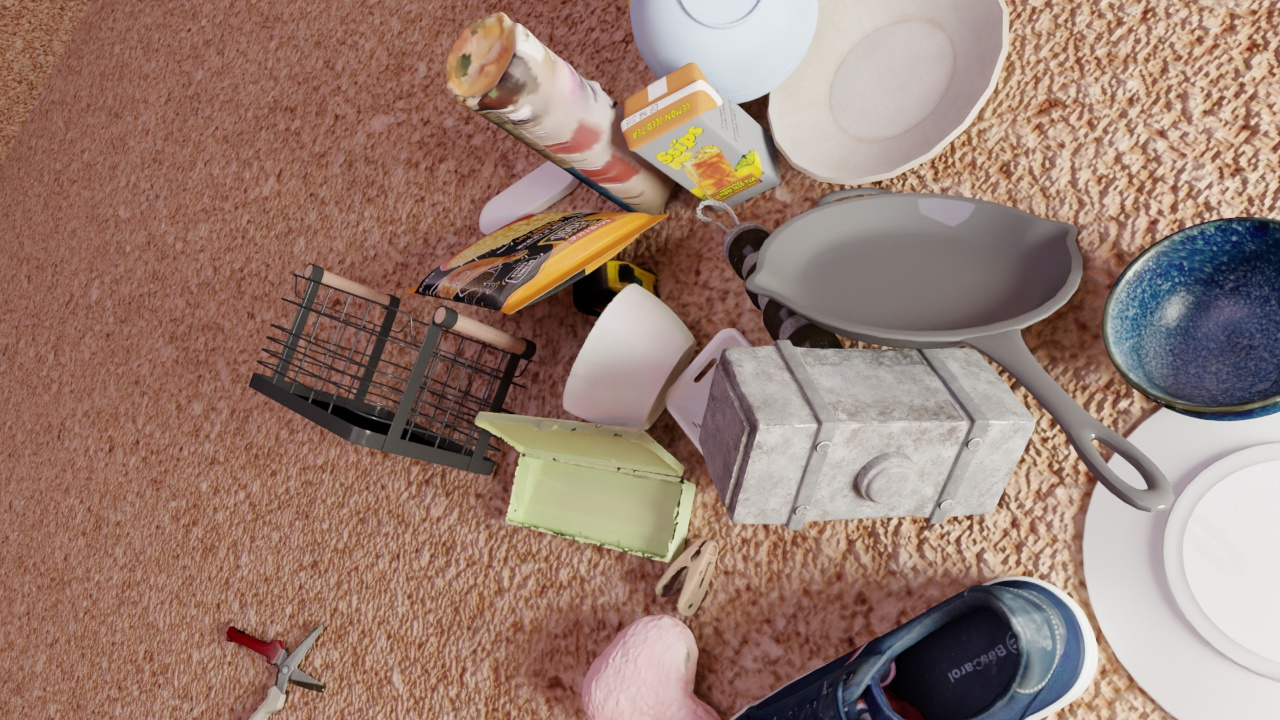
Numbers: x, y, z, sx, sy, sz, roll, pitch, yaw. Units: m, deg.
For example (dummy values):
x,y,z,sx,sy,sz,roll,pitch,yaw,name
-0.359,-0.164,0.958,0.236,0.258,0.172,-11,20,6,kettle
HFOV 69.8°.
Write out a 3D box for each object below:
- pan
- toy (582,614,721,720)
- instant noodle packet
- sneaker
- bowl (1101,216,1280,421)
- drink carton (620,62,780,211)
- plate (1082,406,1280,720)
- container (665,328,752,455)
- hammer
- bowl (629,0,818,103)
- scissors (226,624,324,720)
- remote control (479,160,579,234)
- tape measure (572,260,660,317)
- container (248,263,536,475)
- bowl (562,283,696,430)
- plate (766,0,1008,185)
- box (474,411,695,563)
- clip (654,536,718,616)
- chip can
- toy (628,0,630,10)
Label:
x,y,z,sx,sy,sz,roll,pitch,yaw,name
0.184,-0.025,0.531,0.216,0.024,0.354,-11,33,-5,pan
0.010,0.245,0.664,0.108,0.053,0.105,-44,63,18,toy
-0.097,-0.091,0.794,0.159,0.032,0.221,-35,26,-25,instant noodle packet
0.119,0.224,0.535,0.295,0.127,0.120,-43,52,22,sneaker
0.317,-0.013,0.492,0.115,0.060,0.114,-25,47,30,bowl
0.051,-0.172,0.723,0.076,0.124,0.048,-21,63,32,drink carton
0.338,0.103,0.469,0.209,0.015,0.208,-14,66,35,plate
0.085,0.046,0.669,0.081,0.049,0.129,-49,51,15,container
0.108,-0.024,0.634,0.325,0.176,0.080,-109,23,-52,hammer
0.062,-0.277,0.694,0.150,0.074,0.150,1,95,6,bowl
-0.403,0.350,0.981,0.199,0.015,0.179,10,80,40,scissors
-0.112,-0.166,0.926,0.137,0.013,0.043,-26,60,30,remote control
-0.028,-0.063,0.790,0.067,0.062,0.038,-17,65,35,tape measure
-0.233,0.005,0.865,0.242,0.162,0.130,17,86,41,container
-0.004,0.004,0.721,0.066,0.116,0.116,29,94,10,bowl
0.184,-0.217,0.695,0.189,0.027,0.188,-14,66,35,plate
-0.045,0.094,0.753,0.188,0.064,0.130,1,118,41,box
0.033,0.159,0.692,0.041,0.024,0.060,15,74,39,clip
-0.049,-0.187,0.739,0.080,0.229,0.079,-12,69,33,chip can
0.062,-0.289,0.778,0.119,0.100,0.097,18,66,19,toy
